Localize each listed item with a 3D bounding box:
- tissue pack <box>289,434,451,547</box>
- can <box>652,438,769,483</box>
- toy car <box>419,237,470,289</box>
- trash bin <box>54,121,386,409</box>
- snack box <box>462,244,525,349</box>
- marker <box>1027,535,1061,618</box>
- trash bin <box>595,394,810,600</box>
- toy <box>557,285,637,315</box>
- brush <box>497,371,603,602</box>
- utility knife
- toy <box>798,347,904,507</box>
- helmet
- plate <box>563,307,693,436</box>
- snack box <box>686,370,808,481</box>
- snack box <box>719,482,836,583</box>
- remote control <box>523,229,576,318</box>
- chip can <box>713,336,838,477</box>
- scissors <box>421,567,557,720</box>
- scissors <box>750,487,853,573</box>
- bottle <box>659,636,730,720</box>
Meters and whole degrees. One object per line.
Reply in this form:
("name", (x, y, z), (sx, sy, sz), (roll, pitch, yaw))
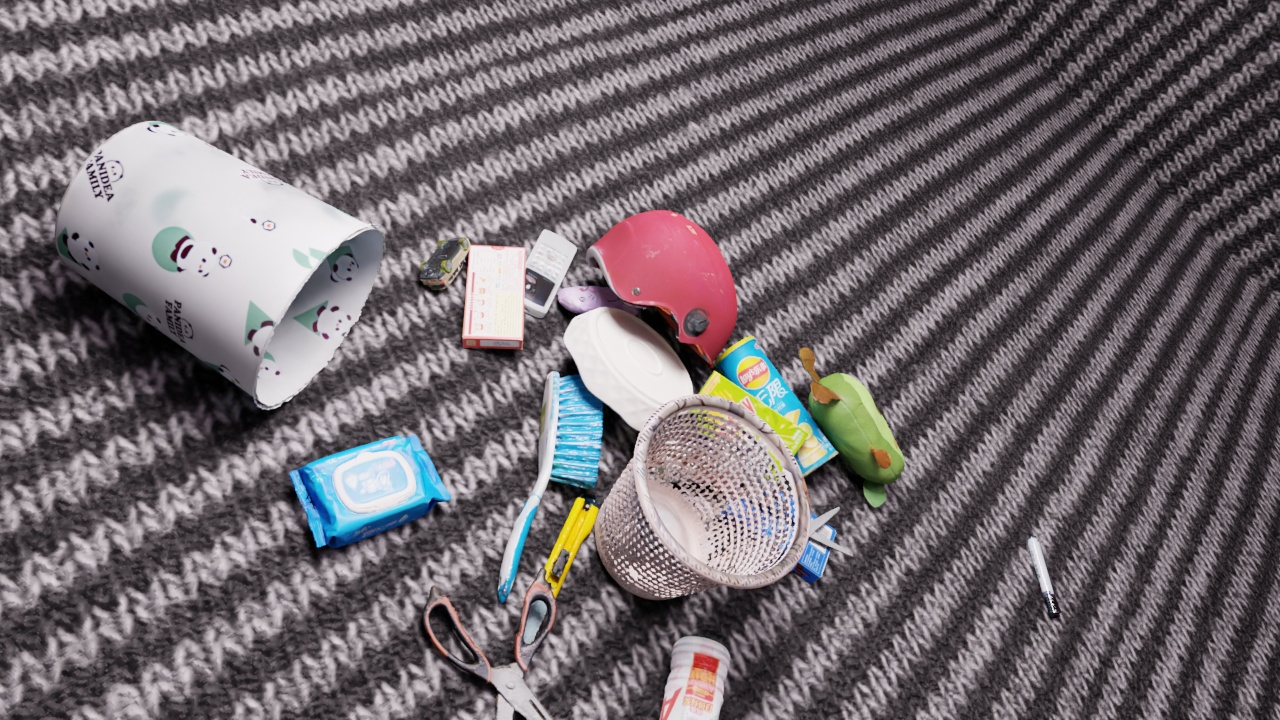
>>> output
("tissue pack", (-0.290, 0.137, 0.996), (0.156, 0.052, 0.095), (-17, 69, -38))
("can", (0.093, 0.132, 1.208), (0.146, 0.058, 0.058), (3, 57, -15))
("toy car", (-0.256, -0.131, 1.213), (0.042, 0.035, 0.090), (1, 45, 23))
("trash bin", (-0.442, -0.108, 0.973), (0.252, 0.230, 0.228), (31, 48, -1))
("snack box", (-0.192, -0.085, 1.214), (0.077, 0.027, 0.155), (2, 56, -7))
("marker", (0.630, 0.336, 1.433), (0.018, 0.023, 0.130), (9, 56, -18))
("trash bin", (0.052, 0.181, 1.071), (0.227, 0.193, 0.227), (16, 54, -23))
("toy", (-0.065, -0.083, 1.290), (0.107, 0.039, 0.084), (2, 25, -31))
("brush", (-0.105, 0.145, 1.108), (0.109, 0.061, 0.313), (12, 55, -17))
("utility knife", (-0.093, 0.240, 1.067), (0.033, 0.015, 0.218), (31, 48, -7))
("toy", (0.307, 0.092, 1.331), (0.247, 0.090, 0.226), (52, 9, -23))
("helmet", (0.053, -0.111, 1.261), (0.240, 0.144, 0.207), (40, 4, -24))
("plate", (-0.007, 0.007, 1.213), (0.205, 0.046, 0.204), (35, 28, -22))
("snack box", (0.143, 0.091, 1.265), (0.156, 0.086, 0.026), (34, 4, -1))
("snack box", (0.187, 0.222, 1.242), (0.157, 0.026, 0.084), (36, 47, -4))
("remote control", (-0.137, -0.124, 1.293), (0.058, 0.021, 0.149), (28, 48, -10))
("chip can", (0.194, 0.069, 1.324), (0.071, 0.071, 0.210), (-24, 73, -40))
("scissors", (-0.146, 0.321, 0.964), (0.189, 0.015, 0.225), (15, 63, -9))
("scissors", (0.211, 0.227, 1.224), (0.162, 0.012, 0.175), (45, 47, 4))
("bottle", (0.051, 0.407, 1.006), (0.068, 0.068, 0.196), (26, 53, -14))
